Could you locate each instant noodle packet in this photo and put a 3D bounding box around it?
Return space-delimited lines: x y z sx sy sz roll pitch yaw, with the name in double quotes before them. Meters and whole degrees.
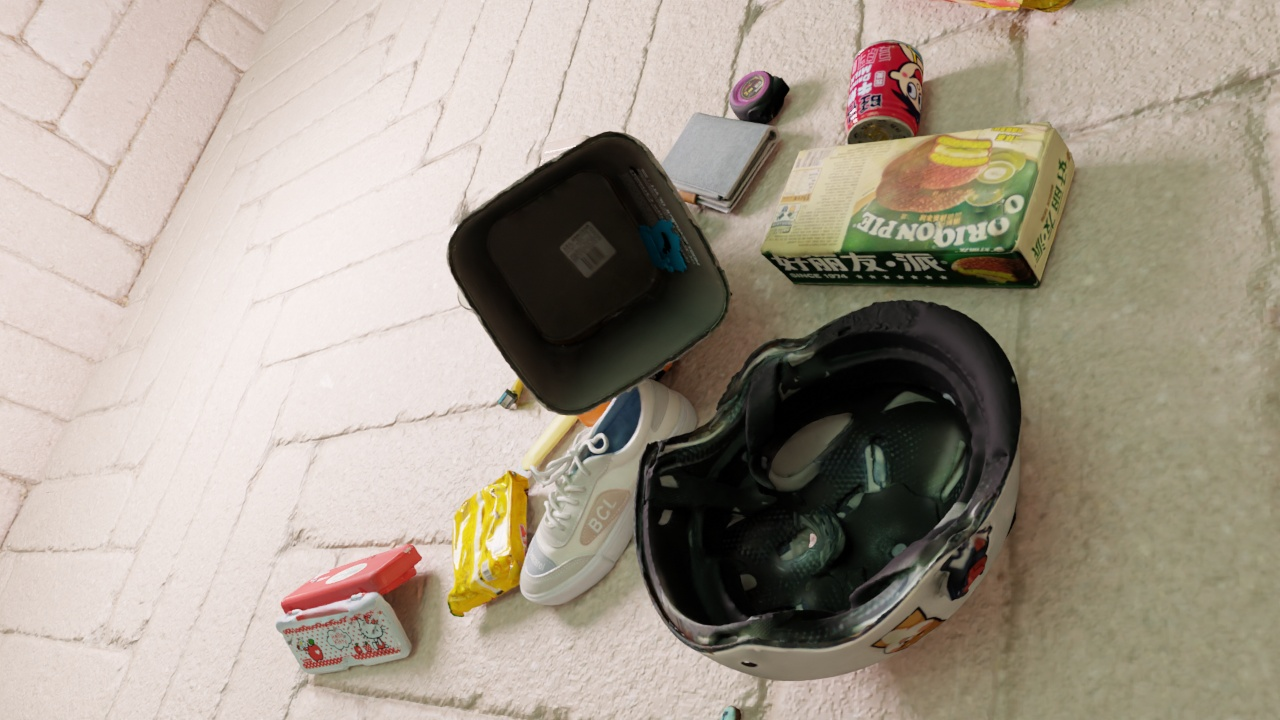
"instant noodle packet" -0.155 0.188 0.946 0.111 0.044 0.128 -37 38 30

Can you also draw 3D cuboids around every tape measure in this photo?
"tape measure" 0.128 -0.283 0.998 0.058 0.039 0.057 29 85 46

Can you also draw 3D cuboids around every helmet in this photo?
"helmet" 0.139 0.104 0.623 0.274 0.157 0.230 -39 39 2

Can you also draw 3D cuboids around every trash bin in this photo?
"trash bin" -0.052 -0.089 0.862 0.198 0.199 0.219 -32 13 0

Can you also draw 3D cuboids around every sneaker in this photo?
"sneaker" -0.048 0.119 0.851 0.242 0.090 0.089 -55 38 1

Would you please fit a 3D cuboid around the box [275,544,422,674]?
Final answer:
"box" -0.321 0.287 1.049 0.202 0.100 0.094 -22 8 35

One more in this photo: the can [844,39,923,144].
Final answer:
"can" 0.225 -0.238 0.847 0.067 0.066 0.093 -11 56 40

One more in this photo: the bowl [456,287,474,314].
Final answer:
"bowl" -0.166 -0.099 1.141 0.117 0.066 0.116 -25 49 32

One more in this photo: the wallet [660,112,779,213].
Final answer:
"wallet" 0.080 -0.216 1.000 0.130 0.037 0.106 30 86 49

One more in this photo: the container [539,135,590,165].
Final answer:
"container" -0.078 -0.196 1.107 0.090 0.090 0.110 2 68 46

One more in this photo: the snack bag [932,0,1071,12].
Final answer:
"snack bag" 0.320 -0.379 0.859 0.128 0.073 0.208 -46 35 4

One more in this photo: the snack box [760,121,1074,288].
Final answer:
"snack box" 0.224 -0.125 0.771 0.241 0.063 0.114 6 68 47

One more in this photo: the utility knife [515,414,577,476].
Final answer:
"utility knife" -0.089 0.070 0.982 0.182 0.019 0.031 -46 35 1

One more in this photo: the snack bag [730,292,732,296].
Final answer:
"snack bag" 0.055 -0.079 0.937 0.045 0.026 0.105 -52 37 16

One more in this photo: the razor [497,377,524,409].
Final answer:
"razor" -0.140 -0.009 1.081 0.043 0.028 0.132 131 151 -61

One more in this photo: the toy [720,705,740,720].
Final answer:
"toy" 0.047 0.304 0.675 0.092 0.030 0.096 -16 45 32

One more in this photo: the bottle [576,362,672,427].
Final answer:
"bottle" -0.005 0.005 0.916 0.149 0.067 0.066 -40 41 6
